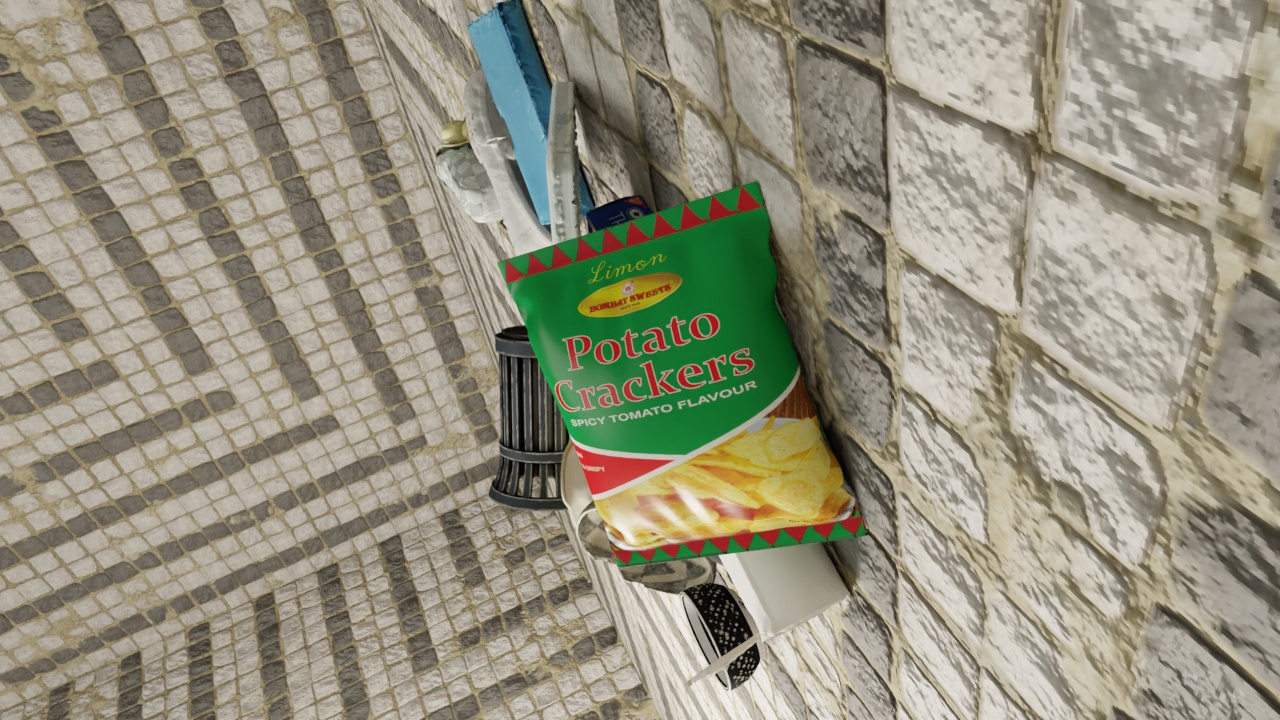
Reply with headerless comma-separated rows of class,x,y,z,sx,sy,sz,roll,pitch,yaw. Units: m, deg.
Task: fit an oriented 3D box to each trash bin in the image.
trash bin,-0.127,0.070,1.255,0.164,0.164,0.227,-150,59,-71

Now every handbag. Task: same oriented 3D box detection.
handbag,-0.201,-0.259,1.201,0.171,0.112,0.123,-128,27,-50

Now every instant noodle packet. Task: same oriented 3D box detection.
instant noodle packet,0.027,0.025,0.637,0.253,0.196,0.090,70,-154,-14

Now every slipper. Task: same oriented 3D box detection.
slipper,-0.140,-0.228,1.077,0.112,0.075,0.246,-18,-93,-64

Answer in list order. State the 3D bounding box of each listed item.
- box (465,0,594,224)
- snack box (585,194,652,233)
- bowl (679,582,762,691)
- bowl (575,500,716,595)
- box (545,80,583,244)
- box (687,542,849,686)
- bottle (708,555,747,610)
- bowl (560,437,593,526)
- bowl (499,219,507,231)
box,-0.118,-0.257,0.979,0.231,0.052,0.093,70,166,-16
snack box,0.021,-0.051,0.765,0.056,0.057,0.206,86,159,-54
bowl,0.101,0.305,1.043,0.120,0.066,0.120,61,167,25
bowl,0.017,0.203,1.106,0.178,0.081,0.179,18,144,13
box,-0.063,-0.136,0.829,0.208,0.037,0.189,-95,5,-54
box,0.078,0.173,0.712,0.106,0.150,0.080,60,155,19
bottle,0.084,0.161,0.870,0.059,0.059,0.182,42,153,63
bowl,-0.032,0.143,1.203,0.219,0.060,0.188,1,-92,-69
bowl,-0.134,-0.156,1.220,0.118,0.030,0.118,42,-176,-4
